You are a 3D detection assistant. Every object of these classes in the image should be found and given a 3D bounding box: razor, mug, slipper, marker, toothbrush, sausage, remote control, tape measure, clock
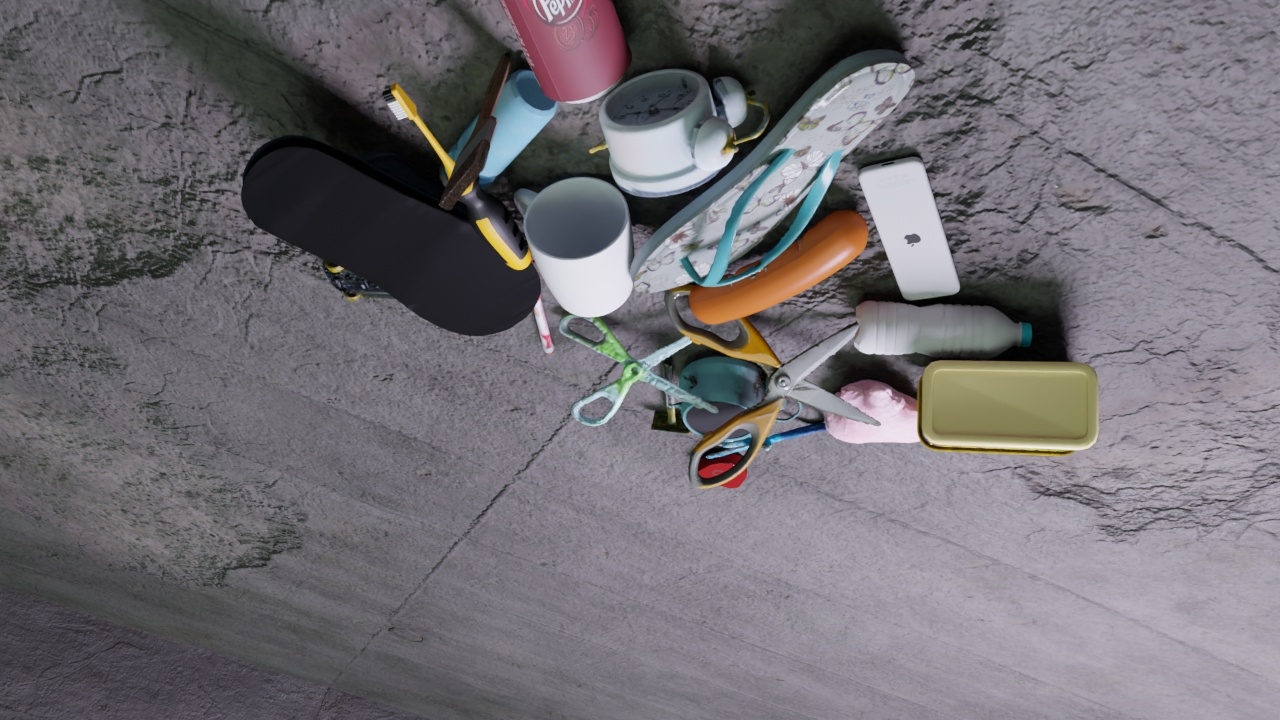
[{"bbox_3d":[0.030,0.035,0.927,0.042,0.026,0.106,8,141,12],"label":"razor"},{"bbox_3d":[-0.056,-0.095,0.736,0.114,0.080,0.088,35,160,24],"label":"mug"},{"bbox_3d":[0.094,-0.108,0.650,0.098,0.054,0.270,-6,155,-42],"label":"slipper"},{"bbox_3d":[-0.097,-0.050,0.855,0.013,0.012,0.142,6,145,10],"label":"marker"},{"bbox_3d":[-0.128,-0.128,0.671,0.031,0.031,0.197,-14,146,14],"label":"toothbrush"},{"bbox_3d":[0.107,-0.069,0.726,0.165,0.044,0.039,-26,171,37],"label":"sausage"},{"bbox_3d":[0.205,-0.096,0.694,0.045,0.008,0.147,-8,141,27],"label":"remote control"},{"bbox_3d":[-0.192,-0.112,0.750,0.109,0.083,0.265,-41,134,22],"label":"slipper"},{"bbox_3d":[0.097,0.121,1.027,0.059,0.019,0.052,23,143,-25],"label":"tape measure"},{"bbox_3d":[0.094,0.041,0.885,0.124,0.053,0.090,13,146,-5],"label":"clock"},{"bbox_3d":[0.028,-0.153,0.611,0.118,0.083,0.057,-1,137,21],"label":"clock"}]

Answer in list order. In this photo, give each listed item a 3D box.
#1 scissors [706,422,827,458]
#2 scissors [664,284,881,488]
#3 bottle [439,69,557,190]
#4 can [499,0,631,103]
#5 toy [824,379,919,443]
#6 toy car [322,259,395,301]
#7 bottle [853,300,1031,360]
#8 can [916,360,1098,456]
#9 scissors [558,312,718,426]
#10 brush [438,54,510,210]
[{"bbox_3d":[0.127,0.079,0.918,0.140,0.011,0.134,-12,178,-2],"label":"scissors"},{"bbox_3d":[0.102,0.026,0.816,0.225,0.016,0.230,29,109,-4],"label":"scissors"},{"bbox_3d":[-0.110,-0.162,0.679,0.040,0.040,0.130,31,142,-24],"label":"bottle"},{"bbox_3d":[-0.051,-0.218,0.559,0.063,0.063,0.114,-2,142,21],"label":"can"},{"bbox_3d":[0.215,0.048,0.855,0.103,0.050,0.093,-3,145,28],"label":"toy"},{"bbox_3d":[-0.244,-0.078,0.849,0.107,0.030,0.049,6,143,14],"label":"toy car"},{"bbox_3d":[0.245,-0.024,0.749,0.136,0.044,0.044,3,144,13],"label":"bottle"},{"bbox_3d":[0.299,0.039,0.757,0.135,0.075,0.104,1,174,17],"label":"can"},{"bbox_3d":[-0.006,0.013,0.857,0.171,0.024,0.166,31,112,11],"label":"scissors"},{"bbox_3d":[-0.101,-0.156,0.593,0.008,0.142,0.045,30,133,-25],"label":"brush"}]
